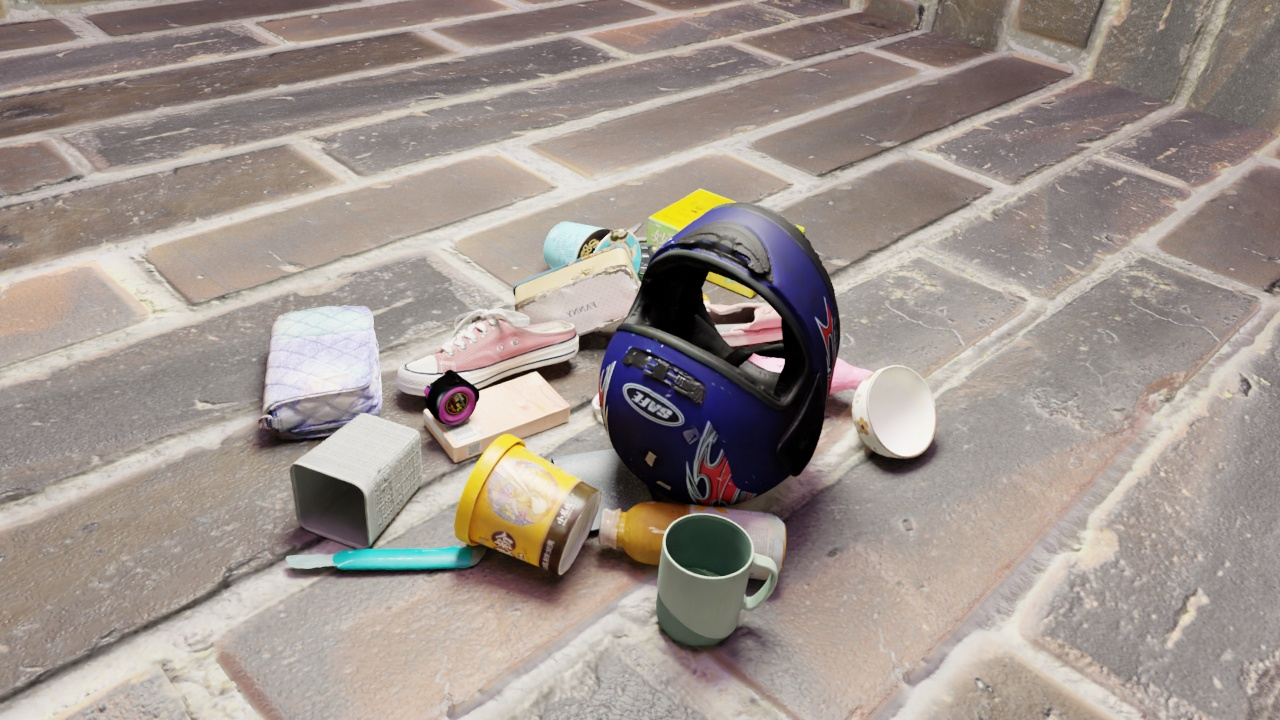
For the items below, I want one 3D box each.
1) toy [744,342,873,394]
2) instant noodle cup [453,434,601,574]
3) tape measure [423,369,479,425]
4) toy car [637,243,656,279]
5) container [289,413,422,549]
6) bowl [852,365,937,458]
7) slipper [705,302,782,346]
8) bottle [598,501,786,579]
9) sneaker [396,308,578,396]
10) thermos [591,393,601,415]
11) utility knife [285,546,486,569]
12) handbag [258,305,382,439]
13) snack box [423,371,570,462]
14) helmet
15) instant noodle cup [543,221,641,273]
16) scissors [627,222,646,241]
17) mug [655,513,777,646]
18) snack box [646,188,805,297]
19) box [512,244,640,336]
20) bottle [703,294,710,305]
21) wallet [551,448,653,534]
[{"bbox_3d":[0.182,0.020,1.186,0.194,0.075,0.178,-18,29,-27],"label":"toy"},{"bbox_3d":[-0.110,0.151,0.933,0.114,0.119,0.118,24,38,11],"label":"instant noodle cup"},{"bbox_3d":[-0.220,0.044,1.064,0.039,0.057,0.058,35,87,42],"label":"tape measure"},{"bbox_3d":[0.006,-0.153,1.439,0.043,0.036,0.091,3,35,-6],"label":"toy car"},{"bbox_3d":[-0.293,0.122,0.968,0.090,0.090,0.114,17,34,15],"label":"container"},{"bbox_3d":[0.302,0.067,1.129,0.113,0.113,0.062,-21,0,-32],"label":"bowl"},{"bbox_3d":[0.128,-0.050,1.231,0.114,0.054,0.273,1,9,45],"label":"slipper"},{"bbox_3d":[0.052,0.182,0.944,0.189,0.068,0.067,7,35,2],"label":"bottle"},{"bbox_3d":[-0.194,-0.023,1.162,0.240,0.088,0.118,-16,23,-21],"label":"sneaker"},{"bbox_3d":[-0.007,0.007,1.194,0.087,0.067,0.198,-13,32,19],"label":"thermos"},{"bbox_3d":[-0.255,0.200,0.925,0.196,0.013,0.029,2,36,-10],"label":"utility knife"},{"bbox_3d":[-0.388,0.012,1.123,0.134,0.076,0.193,-8,36,-11],"label":"handbag"},{"bbox_3d":[-0.173,0.066,1.114,0.157,0.026,0.084,-19,41,-30],"label":"snack box"},{"bbox_3d":[0.073,0.019,0.970,0.247,0.316,0.239,26,59,25],"label":"helmet"},{"bbox_3d":[-0.079,-0.160,1.386,0.120,0.111,0.111,25,39,37],"label":"instant noodle cup"},{"bbox_3d":[-0.036,-0.198,1.518,0.181,0.014,0.159,2,35,-7],"label":"scissors"},{"bbox_3d":[0.072,0.212,0.871,0.111,0.106,0.082,3,35,-3],"label":"mug"},{"bbox_3d":[0.136,-0.194,1.484,0.210,0.070,0.157,26,40,27],"label":"snack box"},{"bbox_3d":[-0.088,-0.082,1.242,0.184,0.090,0.063,-17,35,8],"label":"box"},{"bbox_3d":[0.047,-0.080,1.319,0.108,0.063,0.063,28,41,29],"label":"bottle"},{"bbox_3d":[-0.042,0.145,1.030,0.097,0.019,0.120,-8,39,-14],"label":"wallet"}]
